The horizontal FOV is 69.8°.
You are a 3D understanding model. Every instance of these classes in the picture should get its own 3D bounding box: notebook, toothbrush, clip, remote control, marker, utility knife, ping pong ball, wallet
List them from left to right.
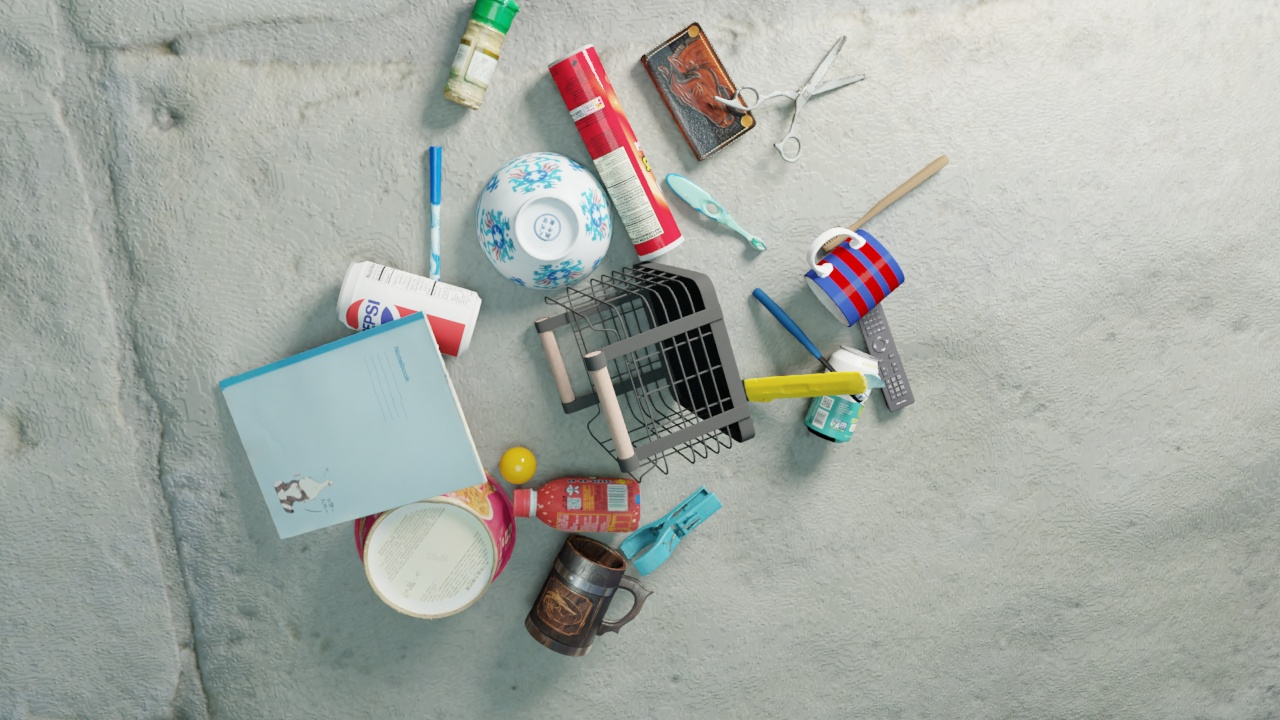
[{"bbox_3d":[-0.294,0.070,0.925,0.254,0.009,0.181,-17,96,18],"label":"notebook"},{"bbox_3d":[-0.211,-0.147,0.940,0.013,0.013,0.142,2,103,-8],"label":"marker"},{"bbox_3d":[-0.133,0.114,0.998,0.040,0.040,0.040,-2,103,-7],"label":"ping pong ball"},{"bbox_3d":[0.025,0.191,1.047,0.129,0.121,0.031,-44,104,-29],"label":"clip"},{"bbox_3d":[0.060,-0.275,0.942,0.072,0.019,0.123,-34,105,-3],"label":"wallet"},{"bbox_3d":[0.082,-0.156,0.975,0.135,0.017,0.022,34,97,-14],"label":"toothbrush"},{"bbox_3d":[0.181,0.029,0.990,0.165,0.017,0.030,-4,117,34],"label":"utility knife"},{"bbox_3d":[0.182,-0.018,0.991,0.167,0.014,0.014,47,132,8],"label":"toothbrush"},{"bbox_3d":[0.273,-0.008,1.037,0.032,0.015,0.136,-23,103,-2],"label":"remote control"},{"bbox_3d":[0.264,-0.172,0.997,0.167,0.016,0.016,-36,106,2],"label":"toothbrush"}]

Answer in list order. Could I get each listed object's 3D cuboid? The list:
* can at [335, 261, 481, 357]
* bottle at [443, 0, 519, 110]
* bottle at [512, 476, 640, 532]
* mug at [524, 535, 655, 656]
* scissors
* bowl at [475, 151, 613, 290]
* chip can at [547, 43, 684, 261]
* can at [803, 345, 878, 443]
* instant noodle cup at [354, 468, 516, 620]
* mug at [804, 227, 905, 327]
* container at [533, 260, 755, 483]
[{"bbox_3d":[-0.233,-0.052,0.930,0.132,0.070,0.070,16,101,-11],"label":"can"},{"bbox_3d":[-0.156,-0.303,0.896,0.043,0.043,0.111,21,101,-12],"label":"bottle"},{"bbox_3d":[-0.071,0.158,1.007,0.137,0.062,0.062,4,103,-8],"label":"bottle"},{"bbox_3d":[-0.055,0.268,1.019,0.116,0.080,0.107,27,98,10],"label":"mug"},{"bbox_3d":[0.156,-0.280,0.948,0.161,0.014,0.141,14,95,-17],"label":"scissors"},{"bbox_3d":[-0.095,-0.137,0.926,0.144,0.074,0.144,-2,103,-7],"label":"bowl"},{"bbox_3d":[-0.023,-0.209,0.931,0.052,0.052,0.215,-27,105,-1],"label":"chip can"},{"bbox_3d":[0.224,0.038,1.021,0.055,0.055,0.102,18,100,-12],"label":"can"},{"bbox_3d":[-0.222,0.198,0.988,0.178,0.077,0.179,-2,104,-7],"label":"instant noodle cup"},{"bbox_3d":[0.219,-0.098,0.969,0.076,0.075,0.112,-40,130,3],"label":"mug"},{"bbox_3d":[-0.005,0.005,0.893,0.130,0.241,0.163,-21,105,-13],"label":"container"}]
